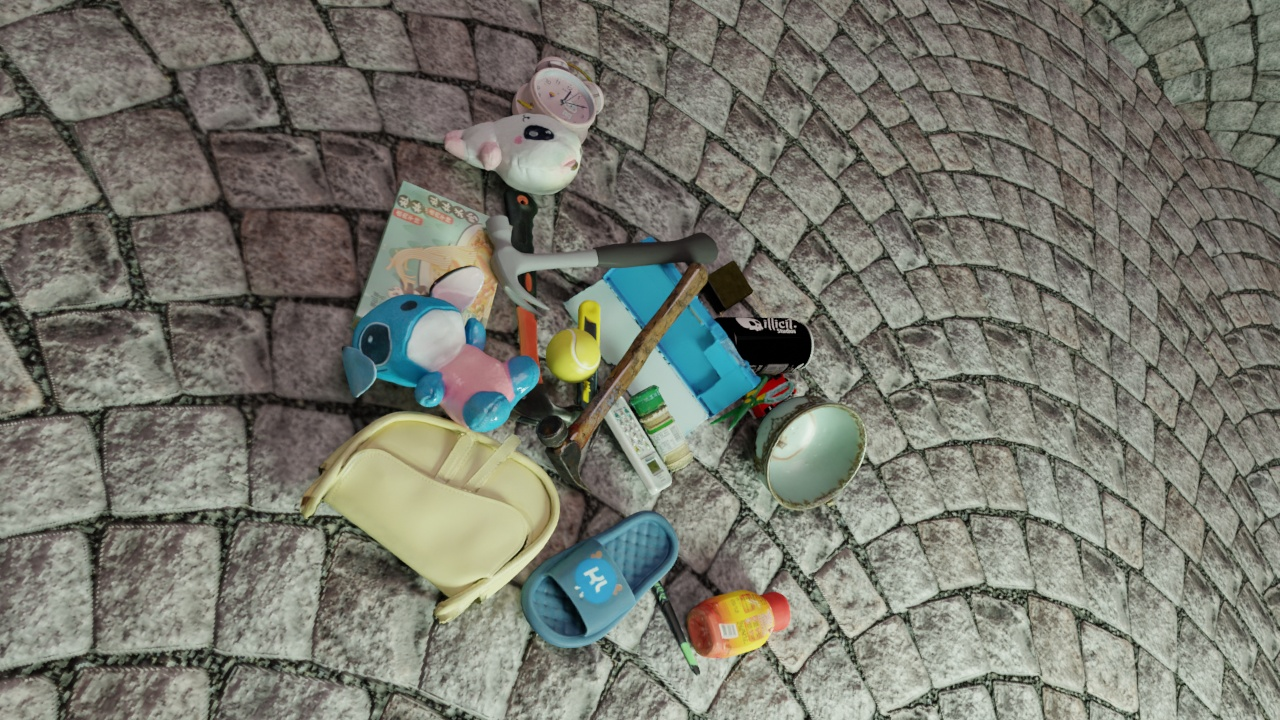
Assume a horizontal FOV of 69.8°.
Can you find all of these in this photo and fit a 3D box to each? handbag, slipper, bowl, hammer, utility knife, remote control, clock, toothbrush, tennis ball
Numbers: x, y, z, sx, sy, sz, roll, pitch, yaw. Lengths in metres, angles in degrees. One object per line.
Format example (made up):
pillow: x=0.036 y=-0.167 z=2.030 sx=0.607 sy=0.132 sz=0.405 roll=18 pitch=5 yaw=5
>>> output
handbag: x=0.158 y=-0.057 z=1.361 sx=0.083 sy=0.028 sz=0.178 roll=-33 pitch=91 yaw=-40
slipper: x=-0.035 y=0.241 z=1.024 sx=0.213 sy=0.059 sz=0.104 roll=-27 pitch=86 yaw=-35
bowl: x=0.213 y=0.110 z=1.240 sx=0.159 sy=0.160 sz=0.094 roll=10 pitch=19 yaw=-30
hammer: x=-0.036 y=-0.127 z=1.149 sx=0.310 sy=0.030 sz=0.125 roll=-8 pitch=74 yaw=-28
utility knife: x=-0.066 y=0.007 z=1.156 sx=0.028 sy=0.020 sz=0.173 roll=4 pitch=73 yaw=-12
remote control: x=-0.009 y=0.105 z=1.146 sx=0.133 sy=0.022 sz=0.050 roll=59 pitch=28 yaw=7
hammer: x=-0.145 y=-0.075 z=1.153 sx=0.133 sy=0.033 sz=0.332 roll=10 pitch=59 yaw=-29
clock: x=-0.114 y=-0.372 z=1.319 sx=0.117 sy=0.059 sz=0.157 roll=35 pitch=50 yaw=-14
hammer: x=-0.007 y=0.006 z=1.116 sx=0.329 sy=0.033 sz=0.120 roll=-53 pitch=142 yaw=-28
toothbrush: x=0.028 y=0.283 z=1.082 sx=0.014 sy=0.017 sz=0.188 roll=-20 pitch=79 yaw=-31
handbag: x=-0.207 y=0.146 z=0.948 sx=0.233 sy=0.089 sz=0.190 roll=40 pitch=52 yaw=-10
tennis ball: x=-0.080 y=-0.006 z=1.092 sx=0.065 sy=0.065 sz=0.065 roll=16 pitch=57 yaw=-27

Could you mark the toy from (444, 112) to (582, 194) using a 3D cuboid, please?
toy: x=-0.167 y=-0.276 z=1.207 sx=0.179 sy=0.102 sz=0.138 roll=7 pitch=33 yaw=-12

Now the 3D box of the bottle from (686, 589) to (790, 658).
bottle: x=0.122 y=0.314 z=1.106 sx=0.134 sy=0.049 sz=0.071 roll=-3 pitch=67 yaw=-36

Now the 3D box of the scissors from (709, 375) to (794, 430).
scissors: x=0.154 y=0.059 z=1.240 sx=0.130 sy=0.113 sz=0.012 roll=-49 pitch=121 yaw=-41

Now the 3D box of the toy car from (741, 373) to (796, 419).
toy car: x=0.186 y=0.049 z=1.315 sx=0.089 sy=0.025 sz=0.038 roll=-28 pitch=80 yaw=-43

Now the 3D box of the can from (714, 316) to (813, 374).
can: x=0.165 y=-0.021 z=1.293 sx=0.145 sy=0.080 sz=0.080 roll=-1 pitch=66 yaw=-28

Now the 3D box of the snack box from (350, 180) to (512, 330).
snack box: x=-0.241 y=-0.101 z=1.077 sx=0.141 sy=0.044 sz=0.193 roll=21 pitch=60 yaw=-19

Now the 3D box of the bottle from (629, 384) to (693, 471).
bottle: x=0.028 y=0.086 z=1.167 sx=0.042 sy=0.043 sz=0.110 roll=-30 pitch=92 yaw=-41

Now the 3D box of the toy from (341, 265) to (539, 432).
toy: x=-0.201 y=-0.007 z=0.969 sx=0.191 sy=0.099 sz=0.223 roll=31 pitch=37 yaw=4

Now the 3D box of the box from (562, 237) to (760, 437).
box: x=0.028 y=-0.025 z=1.205 sx=0.243 sy=0.114 sz=0.113 roll=53 pitch=35 yaw=2
